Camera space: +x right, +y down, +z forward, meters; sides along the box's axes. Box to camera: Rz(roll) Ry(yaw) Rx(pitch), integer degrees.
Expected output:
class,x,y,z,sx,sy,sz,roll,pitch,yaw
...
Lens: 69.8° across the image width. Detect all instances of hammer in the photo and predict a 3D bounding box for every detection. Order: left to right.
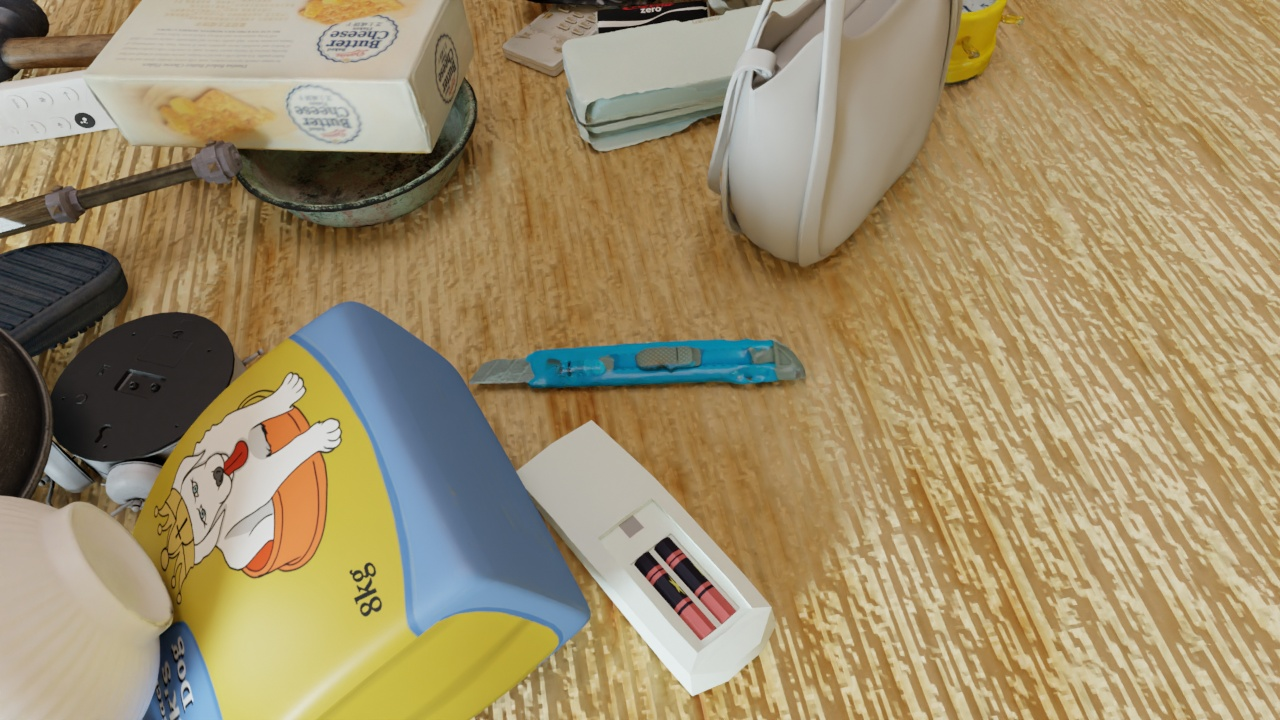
class,x,y,z,sx,sy,sz,roll,pitch,yaw
hammer,-0.391,-0.079,0.543,0.317,0.028,0.147,-16,25,-3
hammer,-0.352,-0.233,0.685,0.322,0.040,0.129,-2,46,1

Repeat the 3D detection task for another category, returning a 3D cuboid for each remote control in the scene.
class,x,y,z,sx,sy,sz,roll,pitch,yaw
remote control,-0.418,-0.179,0.650,0.136,0.043,0.013,-9,53,-1
remote control,-0.042,-0.262,0.695,0.050,0.011,0.135,28,61,24
remote control,0.000,0.084,0.421,0.049,0.024,0.143,-34,57,-19

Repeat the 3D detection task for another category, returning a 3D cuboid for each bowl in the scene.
class,x,y,z,sx,sy,sz,roll,pitch,yaw
bowl,-0.217,0.093,0.336,0.062,0.118,0.118,-36,58,-12
bowl,-0.181,-0.139,0.599,0.157,0.039,0.157,-3,53,4

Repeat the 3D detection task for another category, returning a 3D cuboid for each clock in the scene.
class,x,y,z,sx,sy,sz,roll,pitch,yaw
clock,-0.260,0.030,0.481,0.094,0.035,0.122,11,56,14
clock,0.193,-0.239,0.624,0.083,0.057,0.119,-38,65,-21

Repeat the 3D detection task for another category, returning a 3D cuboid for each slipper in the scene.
class,x,y,z,sx,sy,sz,roll,pitch,yaw
slipper,-0.378,0.025,0.477,0.101,0.083,0.262,18,37,15

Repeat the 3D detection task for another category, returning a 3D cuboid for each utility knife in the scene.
class,x,y,z,sx,sy,sz,roll,pitch,yaw
utility knife,-0.003,0.003,0.489,0.179,0.015,0.031,-4,48,4

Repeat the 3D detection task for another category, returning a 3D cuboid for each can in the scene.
class,x,y,z,sx,sy,sz,roll,pitch,yaw
can,0.009,-0.238,0.659,0.080,0.032,0.031,-4,53,2

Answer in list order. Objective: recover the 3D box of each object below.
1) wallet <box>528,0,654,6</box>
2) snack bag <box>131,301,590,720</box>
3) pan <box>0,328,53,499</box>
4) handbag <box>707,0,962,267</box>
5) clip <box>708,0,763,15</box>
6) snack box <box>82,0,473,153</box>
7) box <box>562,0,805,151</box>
class,x,y,z,sx,sy,sz,roll,pitch,yaw
wallet,-0.032,-0.303,0.700,0.115,0.026,0.089,8,52,11
snack bag,-0.148,0.100,0.387,0.205,0.102,0.159,-39,56,4
pan,-0.339,0.101,0.333,0.187,0.055,0.356,2,51,-21
handbag,0.111,-0.181,0.485,0.095,0.223,0.215,30,61,24
clip,0.055,-0.314,0.643,0.097,0.152,0.126,-33,45,25
snack box,-0.220,-0.185,0.575,0.208,0.058,0.104,3,54,9
box,0.049,-0.196,0.615,0.199,0.066,0.083,-14,34,-6
